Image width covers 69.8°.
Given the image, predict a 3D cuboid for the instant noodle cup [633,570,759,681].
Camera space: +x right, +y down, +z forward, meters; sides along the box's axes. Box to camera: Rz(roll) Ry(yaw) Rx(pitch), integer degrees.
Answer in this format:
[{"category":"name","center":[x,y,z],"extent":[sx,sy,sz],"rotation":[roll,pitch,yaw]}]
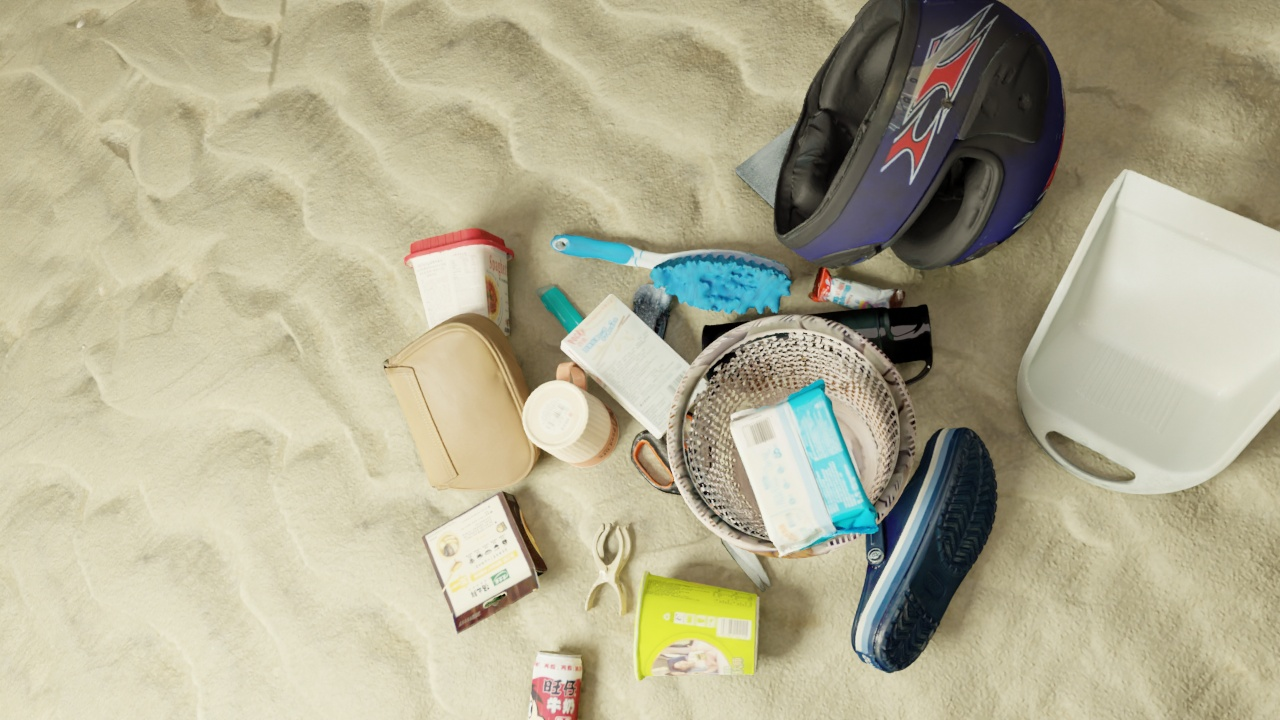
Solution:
[{"category":"instant noodle cup","center":[0.062,0.279,0.950],"extent":[0.123,0.112,0.111],"rotation":[2,75,8]}]

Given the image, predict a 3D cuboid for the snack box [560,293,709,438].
[{"category":"snack box","center":[-0.006,0.006,1.045],"extent":[0.157,0.027,0.084],"rotation":[43,72,6]}]

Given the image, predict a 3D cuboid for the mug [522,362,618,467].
[{"category":"mug","center":[-0.079,0.058,1.048],"extent":[0.082,0.106,0.114],"rotation":[-5,74,15]}]

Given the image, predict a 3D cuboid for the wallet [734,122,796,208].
[{"category":"wallet","center":[0.185,-0.232,1.088],"extent":[0.121,0.019,0.097],"rotation":[-37,59,-3]}]

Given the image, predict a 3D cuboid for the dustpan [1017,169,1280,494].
[{"category":"dustpan","center":[0.480,0.000,0.853],"extent":[0.223,0.258,0.142],"rotation":[31,62,22]}]

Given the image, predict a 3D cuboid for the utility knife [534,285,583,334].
[{"category":"utility knife","center":[-0.061,-0.017,1.114],"extent":[0.029,0.013,0.219],"rotation":[-39,65,1]}]

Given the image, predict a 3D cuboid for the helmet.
[{"category":"helmet","center":[0.296,-0.212,0.938],"extent":[0.240,0.248,0.315],"rotation":[24,78,-13]}]

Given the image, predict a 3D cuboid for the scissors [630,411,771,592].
[{"category":"scissors","center":[0.085,0.148,1.019],"extent":[0.235,0.021,0.139],"rotation":[32,85,22]}]

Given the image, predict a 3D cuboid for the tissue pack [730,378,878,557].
[{"category":"tissue pack","center":[0.140,0.093,0.788],"extent":[0.090,0.063,0.140],"rotation":[-23,69,11]}]

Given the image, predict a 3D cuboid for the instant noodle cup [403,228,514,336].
[{"category":"instant noodle cup","center":[-0.217,-0.087,1.133],"extent":[0.117,0.116,0.124],"rotation":[-11,83,14]}]

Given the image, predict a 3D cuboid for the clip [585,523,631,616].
[{"category":"clip","center":[-0.033,0.233,1.026],"extent":[0.074,0.034,0.100],"rotation":[5,81,17]}]

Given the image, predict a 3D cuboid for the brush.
[{"category":"brush","center":[0.025,-0.110,1.083],"extent":[0.315,0.109,0.061],"rotation":[8,114,13]}]

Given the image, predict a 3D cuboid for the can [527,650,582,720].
[{"category":"can","center":[-0.095,0.384,0.990],"extent":[0.053,0.053,0.132],"rotation":[1,75,17]}]

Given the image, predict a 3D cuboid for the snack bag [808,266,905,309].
[{"category":"snack bag","center":[0.242,-0.072,1.029],"extent":[0.105,0.026,0.045],"rotation":[20,113,18]}]

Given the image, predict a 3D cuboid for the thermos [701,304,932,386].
[{"category":"thermos","center":[0.192,-0.008,1.006],"extent":[0.243,0.068,0.090],"rotation":[-5,80,15]}]

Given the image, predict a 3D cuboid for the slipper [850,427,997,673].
[{"category":"slipper","center":[0.273,0.185,0.918],"extent":[0.095,0.105,0.252],"rotation":[12,69,48]}]

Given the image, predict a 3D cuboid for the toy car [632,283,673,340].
[{"category":"toy car","center":[0.006,-0.041,1.091],"extent":[0.049,0.031,0.105],"rotation":[10,79,20]}]

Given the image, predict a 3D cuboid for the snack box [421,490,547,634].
[{"category":"snack box","center":[-0.178,0.232,1.057],"extent":[0.113,0.053,0.125],"rotation":[-30,69,6]}]

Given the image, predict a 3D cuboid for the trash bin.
[{"category":"trash bin","center":[0.158,0.089,0.920],"extent":[0.228,0.192,0.227],"rotation":[-4,74,15]}]

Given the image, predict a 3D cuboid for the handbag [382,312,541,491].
[{"category":"handbag","center":[-0.201,0.052,1.070],"extent":[0.148,0.099,0.204],"rotation":[-17,101,7]}]
